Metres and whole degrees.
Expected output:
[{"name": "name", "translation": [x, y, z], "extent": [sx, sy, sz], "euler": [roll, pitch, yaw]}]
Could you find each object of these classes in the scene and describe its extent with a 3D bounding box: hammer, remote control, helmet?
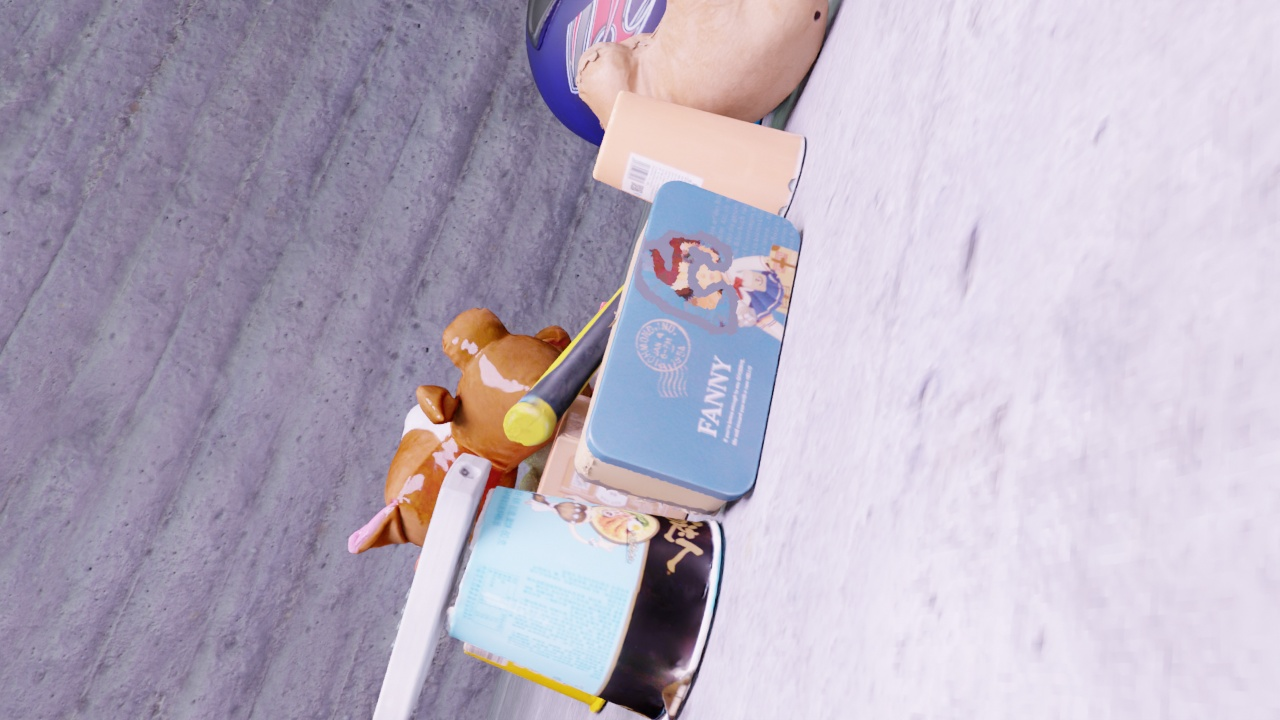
[{"name": "hammer", "translation": [0.005, -0.059, 0.654], "extent": [0.126, 0.032, 0.322], "euler": [-43, 7, 50]}, {"name": "remote control", "translation": [-0.105, 0.116, 0.463], "extent": [0.056, 0.019, 0.135], "euler": [-87, 15, -76]}, {"name": "helmet", "translation": [0.024, -0.354, 0.896], "extent": [0.240, 0.247, 0.316], "euler": [51, 123, 53]}]

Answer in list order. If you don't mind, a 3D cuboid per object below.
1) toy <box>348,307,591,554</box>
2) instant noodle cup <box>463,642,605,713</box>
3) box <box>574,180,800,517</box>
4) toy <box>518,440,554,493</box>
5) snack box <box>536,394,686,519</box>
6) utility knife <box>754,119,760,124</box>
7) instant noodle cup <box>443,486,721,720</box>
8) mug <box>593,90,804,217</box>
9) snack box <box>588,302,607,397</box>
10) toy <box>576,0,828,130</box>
[{"name": "toy", "translation": [-0.129, 0.059, 0.680], "extent": [0.140, 0.130, 0.200], "euler": [14, -72, -51]}, {"name": "instant noodle cup", "translation": [-0.066, 0.183, 0.696], "extent": [0.138, 0.110, 0.138], "euler": [-166, 94, -87]}, {"name": "box", "translation": [0.024, -0.002, 0.483], "extent": [0.060, 0.090, 0.183], "euler": [118, 166, -60]}, {"name": "toy", "translation": [-0.074, 0.084, 0.784], "extent": [0.105, 0.066, 0.157], "euler": [-2, -68, -50]}, {"name": "snack box", "translation": [-0.020, 0.088, 0.610], "extent": [0.077, 0.093, 0.094], "euler": [-85, 14, -71]}, {"name": "utility knife", "translation": [0.088, -0.183, 0.822], "extent": [0.034, 0.018, 0.198], "euler": [171, 117, -73]}, {"name": "instant noodle cup", "translation": [-0.032, 0.119, 0.473], "extent": [0.111, 0.120, 0.111], "euler": [-165, 93, -85]}, {"name": "mug", "translation": [0.035, -0.127, 0.596], "extent": [0.078, 0.123, 0.078], "euler": [-166, 92, -85]}, {"name": "snack box", "translation": [-0.005, 0.005, 0.777], "extent": [0.152, 0.025, 0.075], "euler": [27, -101, -68]}, {"name": "toy", "translation": [0.064, -0.223, 0.619], "extent": [0.227, 0.143, 0.082], "euler": [-39, 59, 27]}]
